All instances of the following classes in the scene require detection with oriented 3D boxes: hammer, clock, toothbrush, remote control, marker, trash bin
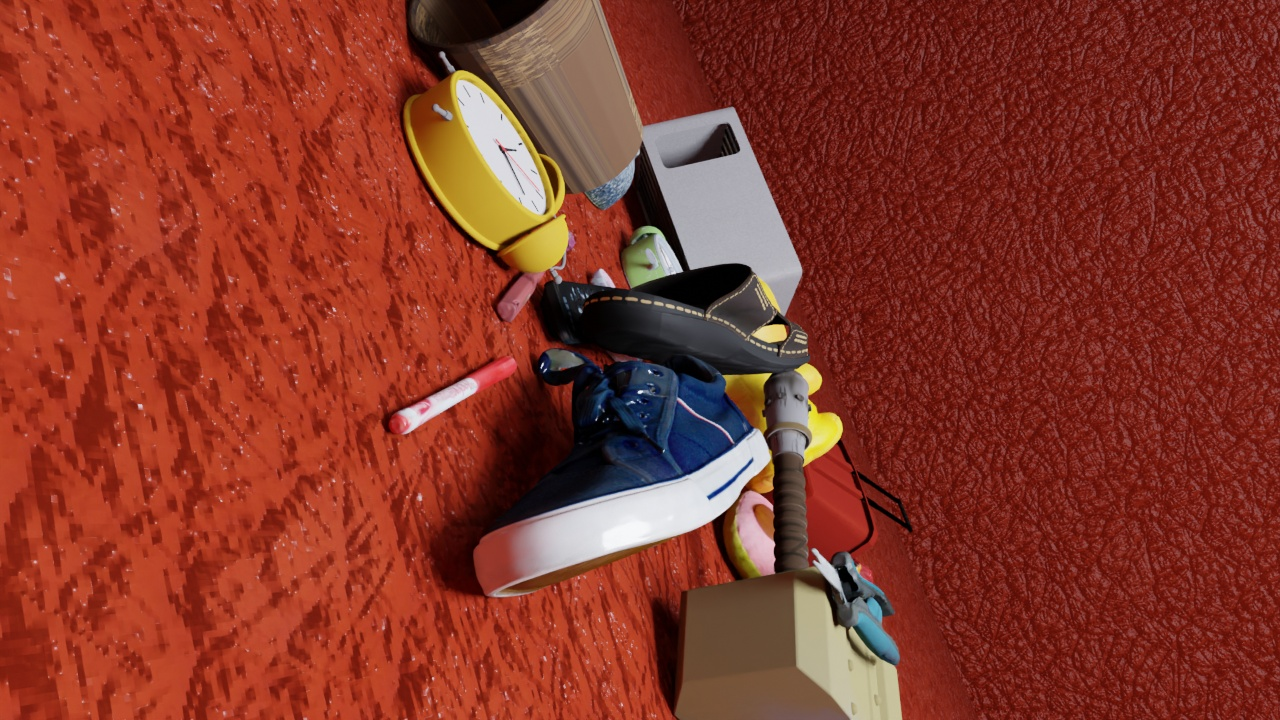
[{"bbox_3d":[0.115,0.135,0.699,0.190,0.101,0.324,53,30,-38],"label":"hammer"},{"bbox_3d":[-0.094,-0.122,0.605,0.152,0.052,0.113,48,23,-39],"label":"clock"},{"bbox_3d":[-0.071,-0.065,0.655,0.016,0.016,0.189,62,15,-16],"label":"toothbrush"},{"bbox_3d":[-0.035,-0.034,0.697,0.150,0.022,0.047,-2,73,-69],"label":"remote control"},{"bbox_3d":[0.017,-0.089,0.943,0.094,0.043,0.119,62,16,-15],"label":"clock"},{"bbox_3d":[-0.093,0.016,0.468,0.013,0.013,0.142,64,15,-4],"label":"marker"},{"bbox_3d":[0.081,-0.157,1.052,0.115,0.114,0.228,96,-22,-66],"label":"trash bin"}]

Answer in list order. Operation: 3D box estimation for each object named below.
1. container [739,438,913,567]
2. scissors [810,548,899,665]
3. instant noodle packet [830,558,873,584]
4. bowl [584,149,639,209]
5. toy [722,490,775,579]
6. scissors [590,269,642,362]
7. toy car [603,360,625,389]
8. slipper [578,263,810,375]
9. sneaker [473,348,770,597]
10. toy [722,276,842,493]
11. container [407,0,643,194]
[{"bbox_3d":[0.187,0.155,0.980,0.200,0.127,0.147,39,28,-39],"label":"container"},{"bbox_3d":[0.141,0.160,0.587,0.142,0.019,0.127,69,24,-5],"label":"scissors"},{"bbox_3d":[0.153,0.235,0.752,0.039,0.099,0.135,17,63,-30],"label":"instant noodle packet"},{"bbox_3d":[-0.038,-0.217,0.924,0.114,0.061,0.114,56,17,-28],"label":"bowl"},{"bbox_3d":[0.113,0.177,0.839,0.110,0.051,0.089,65,20,-11],"label":"toy"},{"bbox_3d":[-0.001,-0.002,0.803,0.179,0.016,0.102,56,19,-28],"label":"scissors"},{"bbox_3d":[-0.008,0.042,0.665,0.040,0.037,0.092,53,20,-40],"label":"toy car"},{"bbox_3d":[0.051,-0.033,0.709,0.267,0.113,0.075,13,77,-55],"label":"slipper"},{"bbox_3d":[-0.015,0.040,0.513,0.127,0.121,0.294,66,22,2],"label":"sneaker"},{"bbox_3d":[0.097,0.028,0.861,0.194,0.134,0.087,61,12,1],"label":"toy"},{"bbox_3d":[-0.073,-0.219,0.695,0.167,0.132,0.132,55,17,-52],"label":"container"}]
